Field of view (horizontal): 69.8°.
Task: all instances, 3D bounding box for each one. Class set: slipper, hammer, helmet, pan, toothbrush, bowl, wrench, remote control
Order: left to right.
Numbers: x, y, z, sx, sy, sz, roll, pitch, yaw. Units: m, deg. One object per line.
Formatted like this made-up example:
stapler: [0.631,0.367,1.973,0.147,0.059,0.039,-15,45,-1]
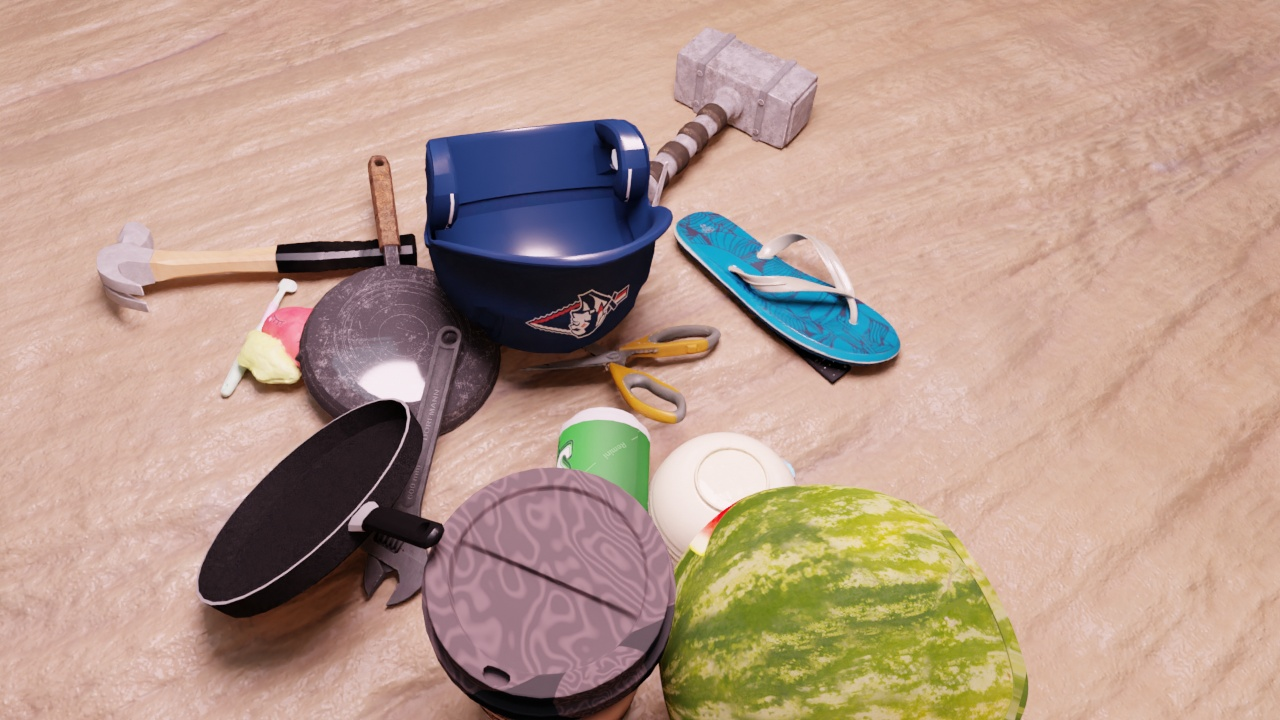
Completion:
toothbrush: [-0.406,-0.026,0.974,0.022,0.015,0.154,10,55,7]
hammer: [-0.414,-0.111,1.007,0.328,0.039,0.131,-5,39,-10]
pan: [-0.238,0.122,0.735,0.357,0.034,0.224,0,45,51]
pan: [-0.260,-0.085,0.968,0.207,0.040,0.356,-6,65,-19]
wrench: [-0.207,0.092,0.863,0.073,0.018,0.272,8,68,3]
helmet: [-0.089,-0.112,0.895,0.232,0.223,0.272,-12,17,-20]
toothbrush: [0.004,-0.136,0.971,0.010,0.182,0.010,-19,55,-32]
hammer: [0.069,-0.281,1.138,0.177,0.080,0.325,30,59,18]
bowl: [0.079,0.124,0.840,0.151,0.075,0.150,2,55,-3]
slipper: [0.157,-0.094,1.012,0.295,0.060,0.118,39,52,24]
remote control: [0.169,-0.028,1.005,0.030,0.009,0.140,-34,63,-24]
helmet: [0.132,0.217,0.701,0.247,0.213,0.243,-25,78,-3]

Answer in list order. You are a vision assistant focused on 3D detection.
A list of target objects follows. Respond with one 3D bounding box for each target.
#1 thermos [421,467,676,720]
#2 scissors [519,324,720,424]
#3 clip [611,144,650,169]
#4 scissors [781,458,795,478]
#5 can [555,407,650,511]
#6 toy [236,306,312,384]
thermos: [-0.065,0.206,0.694,0.172,0.227,0.172,1,54,-2]
scissors: [-0.006,0.005,0.931,0.225,0.016,0.229,-10,31,-18]
clip: [-0.078,-0.240,1.114,0.165,0.032,0.164,16,48,-2]
scissors: [0.088,0.134,0.886,0.134,0.011,0.139,-1,56,-7]
can: [-0.036,0.120,0.842,0.088,0.088,0.139,3,54,-1]
toy: [-0.351,-0.024,0.956,0.134,0.045,0.091,-38,68,-27]
